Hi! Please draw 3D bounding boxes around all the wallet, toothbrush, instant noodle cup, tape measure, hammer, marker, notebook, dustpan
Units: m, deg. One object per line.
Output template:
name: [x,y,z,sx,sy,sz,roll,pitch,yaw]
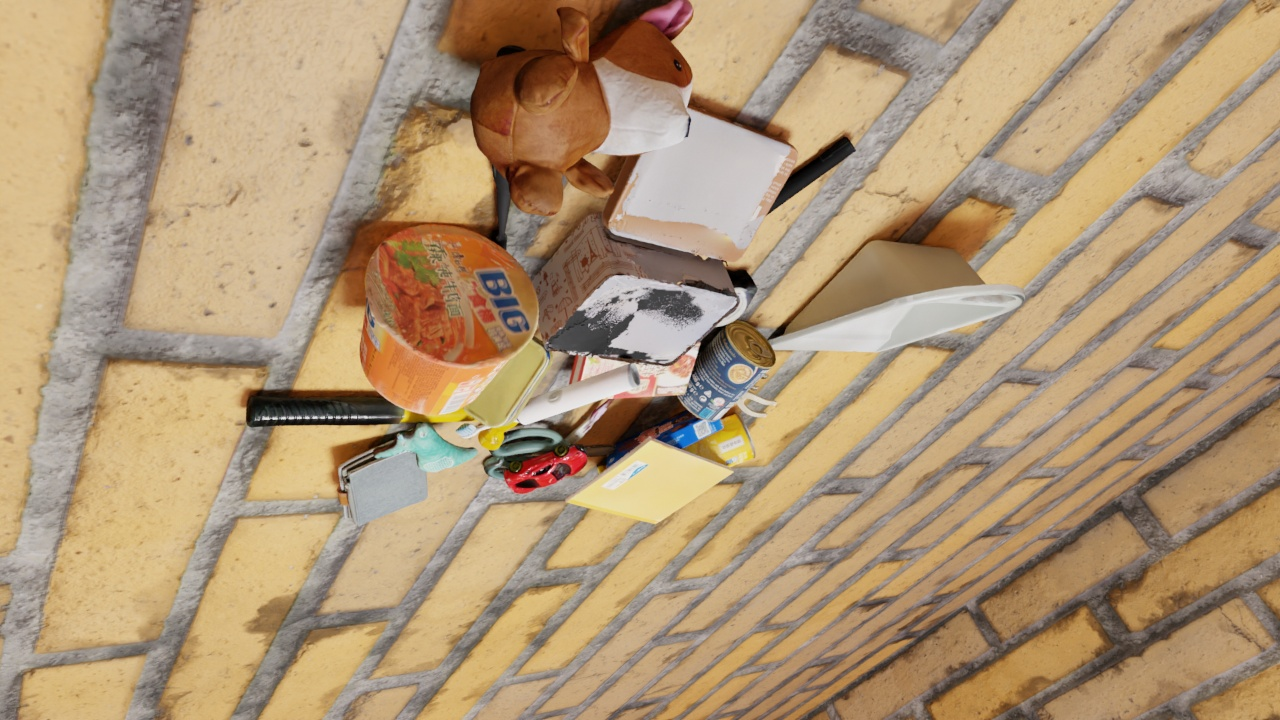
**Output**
wallet: [-0.301,0.138,1.070,0.106,0.037,0.130,-21,150,-25]
toothbrush: [-0.059,0.066,1.149,0.016,0.017,0.188,15,133,-35]
instant noodle cup: [-0.180,-0.029,0.820,0.151,0.151,0.112,-3,149,-31]
tape measure: [0.090,-0.071,1.034,0.065,0.033,0.066,0,138,-30]
hammer: [-0.259,0.053,0.979,0.300,0.032,0.129,1,139,-35]
marker: [0.159,-0.181,0.934,0.132,0.020,0.022,-35,157,14]
notebook: [0.017,0.163,1.202,0.146,0.010,0.206,-37,146,20]
toothbrush: [-0.103,0.048,0.984,0.221,0.026,0.026,-19,138,20]
toothbrush: [-0.113,-0.165,0.771,0.026,0.027,0.213,-25,152,-28]
dustpan: [0.326,-0.046,1.129,0.222,0.142,0.259,1,138,-34]

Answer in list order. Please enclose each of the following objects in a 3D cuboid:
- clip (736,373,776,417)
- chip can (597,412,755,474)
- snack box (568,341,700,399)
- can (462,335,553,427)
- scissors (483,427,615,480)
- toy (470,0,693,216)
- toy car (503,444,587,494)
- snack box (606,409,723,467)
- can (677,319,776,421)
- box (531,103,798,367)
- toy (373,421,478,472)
clip: [0.136,0.047,1.205,0.101,0.096,0.035,-10,146,-42]
chip can: [0.050,0.142,1.276,0.213,0.072,0.072,-22,147,-6]
snack box: [-0.006,0.006,1.065,0.152,0.025,0.075,-1,120,-33]
can: [-0.135,0.018,0.932,0.102,0.057,0.083,-57,-178,-2]
scissors: [-0.119,0.131,1.177,0.185,0.019,0.130,14,134,-32]
toy: [-0.025,-0.193,0.689,0.199,0.130,0.140,-34,148,-44]
toy car: [-0.117,0.137,1.146,0.106,0.031,0.049,-21,145,3]
snack box: [0.029,0.103,1.203,0.157,0.026,0.084,-26,-171,2]
can: [0.101,0.014,1.123,0.075,0.075,0.111,8,135,-41]
box: [0.027,-0.113,0.886,0.178,0.102,0.262,8,140,-40]
toy: [-0.237,0.096,1.000,0.096,0.030,0.092,-19,144,5]
